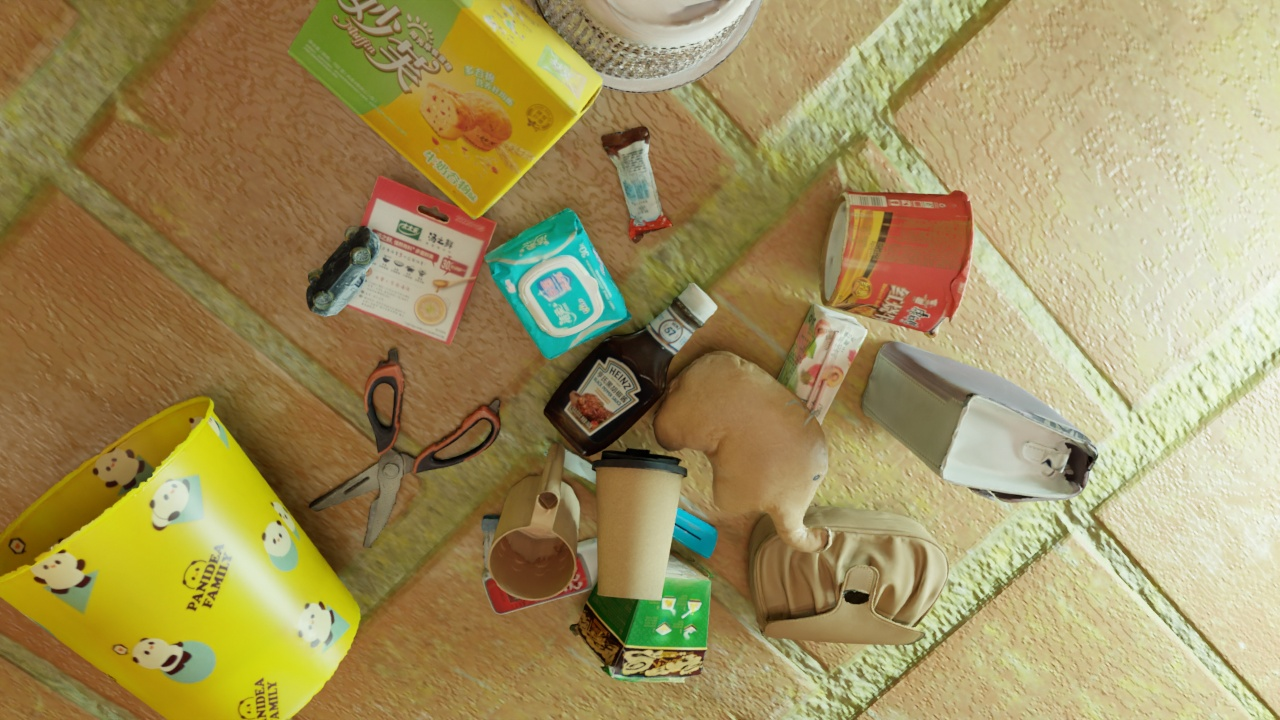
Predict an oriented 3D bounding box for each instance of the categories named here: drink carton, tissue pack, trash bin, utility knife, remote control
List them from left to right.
[{"bbox_3d":[-0.410,0.202,0.841,0.230,0.229,0.255,-30,113,4],"label":"trash bin"},{"bbox_3d":[-0.098,0.231,0.979,0.136,0.020,0.056,-15,108,0],"label":"remote control"},{"bbox_3d":[-0.074,-0.067,0.851,0.093,0.050,0.133,-28,130,3],"label":"tissue pack"},{"bbox_3d":[-0.008,0.145,0.962,0.214,0.018,0.034,32,103,-13],"label":"utility knife"},{"bbox_3d":[0.011,-0.324,0.718,0.227,0.192,0.228,-2,108,-5],"label":"trash bin"},{"bbox_3d":[0.175,0.010,0.919,0.053,0.045,0.123,20,106,-13],"label":"drink carton"}]

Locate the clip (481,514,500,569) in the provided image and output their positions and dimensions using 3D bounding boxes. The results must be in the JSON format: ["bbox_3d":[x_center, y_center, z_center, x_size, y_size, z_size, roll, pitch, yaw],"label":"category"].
[{"bbox_3d":[-0.155,0.190,0.961,0.025,0.032,0.057,3,104,-9],"label":"clip"}]

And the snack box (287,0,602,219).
[{"bbox_3d":[-0.161,-0.242,0.757,0.210,0.069,0.158,42,130,-17],"label":"snack box"}]

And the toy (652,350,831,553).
[{"bbox_3d":[0.117,0.091,0.891,0.226,0.082,0.144,46,123,6],"label":"toy"}]

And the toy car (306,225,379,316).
[{"bbox_3d":[-0.259,-0.078,0.805,0.091,0.043,0.034,-47,132,15],"label":"toy car"}]

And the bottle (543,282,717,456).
[{"bbox_3d":[-0.005,0.005,0.894,0.195,0.044,0.080,-45,81,9],"label":"bottle"}]

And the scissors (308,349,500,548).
[{"bbox_3d":[-0.238,0.094,0.924,0.189,0.015,0.227,4,109,-7],"label":"scissors"}]

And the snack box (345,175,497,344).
[{"bbox_3d":[-0.206,-0.095,0.849,0.113,0.044,0.127,22,106,-11],"label":"snack box"}]

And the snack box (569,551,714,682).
[{"bbox_3d":[0.007,0.255,0.948,0.117,0.118,0.105,11,96,-29],"label":"snack box"}]

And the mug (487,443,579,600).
[{"bbox_3d":[-0.098,0.155,0.903,0.084,0.103,0.125,12,112,-5],"label":"mug"}]

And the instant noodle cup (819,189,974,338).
[{"bbox_3d":[0.231,-0.098,0.850,0.108,0.137,0.138,9,107,1],"label":"instant noodle cup"}]

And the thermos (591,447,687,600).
[{"bbox_3d":[-0.005,0.153,0.874,0.093,0.093,0.143,6,79,-8],"label":"thermos"}]

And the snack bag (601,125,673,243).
[{"bbox_3d":[-0.002,-0.163,0.855,0.045,0.026,0.105,-13,108,8],"label":"snack bag"}]

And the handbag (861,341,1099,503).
[{"bbox_3d":[0.313,0.059,0.870,0.145,0.197,0.098,11,104,-9],"label":"handbag"}]

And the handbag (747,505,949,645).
[{"bbox_3d":[0.216,0.233,0.968,0.204,0.099,0.148,4,105,-3],"label":"handbag"}]
